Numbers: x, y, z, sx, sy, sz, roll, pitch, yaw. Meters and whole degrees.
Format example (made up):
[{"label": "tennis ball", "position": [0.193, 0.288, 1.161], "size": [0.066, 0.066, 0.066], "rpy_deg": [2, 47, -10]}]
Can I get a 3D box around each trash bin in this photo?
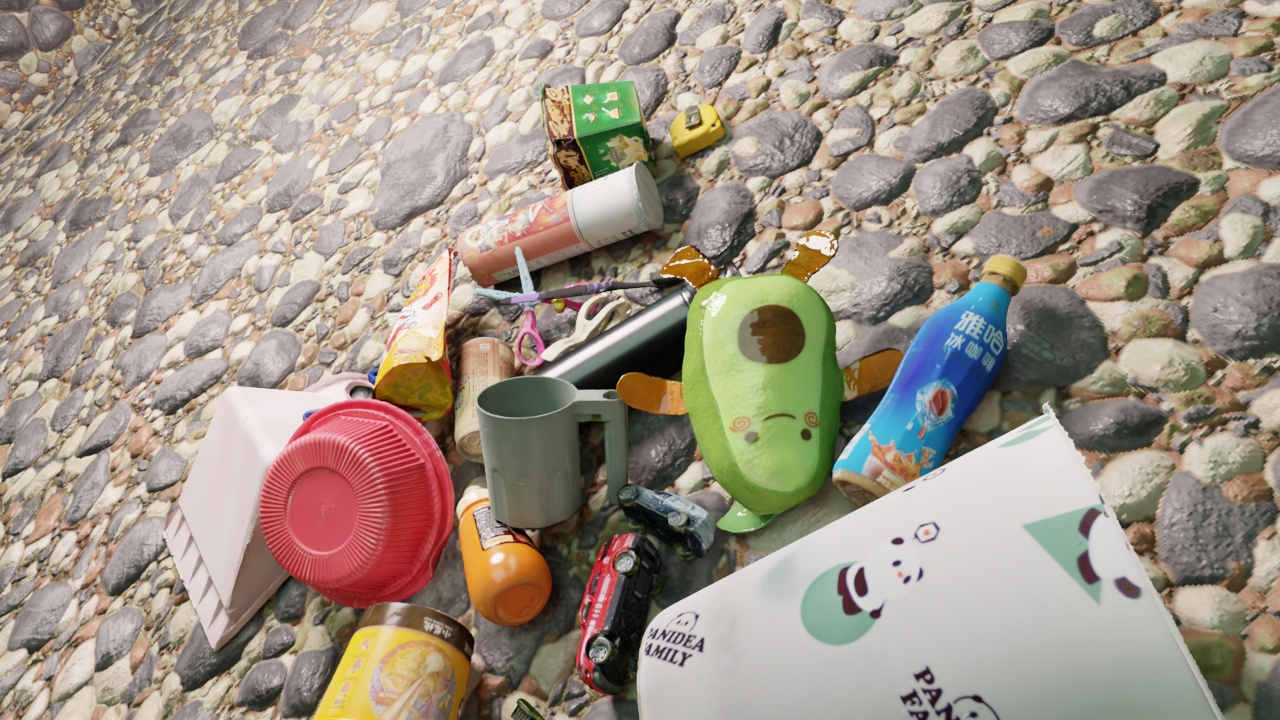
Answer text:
[{"label": "trash bin", "position": [0.152, 0.179, 0.491], "size": [0.252, 0.229, 0.229], "rpy_deg": [-28, 46, 18]}]

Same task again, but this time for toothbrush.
[{"label": "toothbrush", "position": [-0.034, 0.299, 0.648], "size": [0.186, 0.012, 0.017], "rpy_deg": [27, 79, 42]}, {"label": "toothbrush", "position": [-0.051, -0.072, 0.911], "size": [0.189, 0.017, 0.014], "rpy_deg": [-7, 59, 11]}]

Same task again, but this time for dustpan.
[{"label": "dustpan", "position": [-0.379, 0.140, 0.983], "size": [0.222, 0.138, 0.274], "rpy_deg": [39, 110, 42]}]

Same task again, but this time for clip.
[{"label": "clip", "position": [-0.052, -0.023, 0.883], "size": [0.035, 0.070, 0.099], "rpy_deg": [24, 67, 41]}]

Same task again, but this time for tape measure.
[{"label": "tape measure", "position": [0.059, -0.255, 1.001], "size": [0.060, 0.029, 0.057], "rpy_deg": [-22, 47, 15]}]

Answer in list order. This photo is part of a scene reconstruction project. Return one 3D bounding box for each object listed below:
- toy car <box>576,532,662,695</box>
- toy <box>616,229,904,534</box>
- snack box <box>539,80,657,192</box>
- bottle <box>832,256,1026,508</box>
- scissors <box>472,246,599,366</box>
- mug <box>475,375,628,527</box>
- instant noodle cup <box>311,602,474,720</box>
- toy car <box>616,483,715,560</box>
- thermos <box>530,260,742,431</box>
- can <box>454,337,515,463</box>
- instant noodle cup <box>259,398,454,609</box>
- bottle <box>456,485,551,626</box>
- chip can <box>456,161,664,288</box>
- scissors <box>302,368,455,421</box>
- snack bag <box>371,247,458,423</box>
[{"label": "toy car", "position": [-0.019, 0.190, 0.695], "size": [0.045, 0.053, 0.120], "rpy_deg": [-5, 52, 30]}, {"label": "toy", "position": [0.095, 0.007, 0.719], "size": [0.227, 0.090, 0.246], "rpy_deg": [-6, 69, 4]}, {"label": "snack box", "position": [-0.042, -0.242, 1.006], "size": [0.106, 0.118, 0.117], "rpy_deg": [-14, 50, 6]}, {"label": "bottle", "position": [0.220, 0.015, 0.673], "size": [0.065, 0.065, 0.218], "rpy_deg": [22, 69, 40]}, {"label": "scissors", "position": [-0.110, -0.053, 0.933], "size": [0.133, 0.017, 0.133], "rpy_deg": [9, 79, 10]}, {"label": "mug", "position": [-0.071, 0.075, 0.761], "size": [0.124, 0.103, 0.083], "rpy_deg": [0, 22, 4]}, {"label": "instant noodle cup", "position": [-0.187, 0.259, 0.705], "size": [0.119, 0.118, 0.114], "rpy_deg": [-12, 44, 24]}, {"label": "toy car", "position": [0.019, 0.124, 0.728], "size": [0.091, 0.043, 0.034], "rpy_deg": [19, 53, 39]}, {"label": "thermos", "position": [-0.005, 0.005, 0.815], "size": [0.243, 0.068, 0.090], "rpy_deg": [-30, 50, 8]}, {"label": "can", "position": [-0.149, 0.037, 0.885], "size": [0.059, 0.058, 0.116], "rpy_deg": [-22, 48, 15]}, {"label": "instant noodle cup", "position": [-0.264, 0.130, 0.816], "size": [0.194, 0.065, 0.194], "rpy_deg": [-1, 88, 16]}, {"label": "bottle", "position": [-0.125, 0.156, 0.781], "size": [0.067, 0.067, 0.149], "rpy_deg": [-38, 38, 0]}, {"label": "chip can", "position": [-0.086, -0.140, 0.973], "size": [0.215, 0.071, 0.071], "rpy_deg": [-17, 49, 21]}, {"label": "scissors", "position": [-0.259, 0.046, 0.936], "size": [0.162, 0.012, 0.176], "rpy_deg": [-13, 28, -21]}, {"label": "snack bag", "position": [-0.225, -0.022, 0.935], "size": [0.129, 0.073, 0.207], "rpy_deg": [-53, 27, 24]}]
